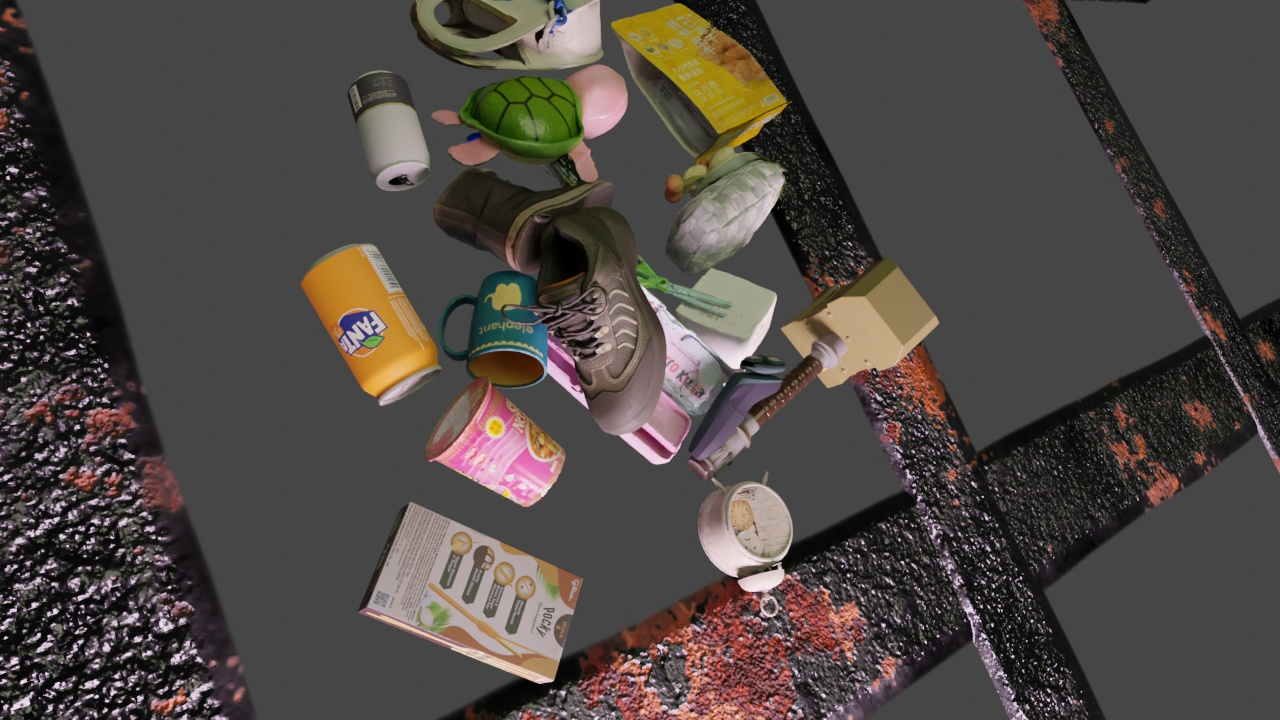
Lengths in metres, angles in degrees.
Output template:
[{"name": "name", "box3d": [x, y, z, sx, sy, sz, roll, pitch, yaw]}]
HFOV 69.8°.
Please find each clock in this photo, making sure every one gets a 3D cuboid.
[{"name": "clock", "box3d": [0.128, 0.204, 1.020, 0.103, 0.061, 0.156, -1, 68, -33]}]

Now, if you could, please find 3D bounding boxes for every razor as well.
[{"name": "razor", "box3d": [0.104, 0.051, 1.008, 0.052, 0.047, 0.143, 36, 91, -19]}]

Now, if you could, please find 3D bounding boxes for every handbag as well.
[{"name": "handbag", "box3d": [0.091, -0.193, 1.150, 0.123, 0.113, 0.171, 45, 52, 4]}, {"name": "handbag", "box3d": [-0.157, -0.395, 1.044, 0.201, 0.093, 0.199, 33, 47, 32]}]

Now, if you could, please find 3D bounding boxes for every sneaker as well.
[{"name": "sneaker", "box3d": [-0.116, -0.164, 1.017, 0.120, 0.095, 0.234, 25, 31, 19]}, {"name": "sneaker", "box3d": [-0.054, -0.042, 0.899, 0.142, 0.101, 0.238, -4, 81, -55]}]

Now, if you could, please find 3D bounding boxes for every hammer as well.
[{"name": "hammer", "box3d": [0.181, 0.028, 1.091, 0.324, 0.191, 0.100, -39, 93, -21]}]

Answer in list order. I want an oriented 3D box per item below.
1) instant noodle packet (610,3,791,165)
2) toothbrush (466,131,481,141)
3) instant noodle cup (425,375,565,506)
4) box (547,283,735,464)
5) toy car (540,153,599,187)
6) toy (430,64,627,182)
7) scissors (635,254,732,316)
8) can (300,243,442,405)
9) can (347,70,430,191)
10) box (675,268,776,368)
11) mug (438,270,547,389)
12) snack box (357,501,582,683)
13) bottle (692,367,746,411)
[{"name": "instant noodle packet", "box3d": [0.075, -0.393, 1.258, 0.162, 0.084, 0.221, -34, 83, -38]}, {"name": "toothbrush", "box3d": [-0.132, -0.285, 1.104, 0.182, 0.018, 0.016, -25, 59, -38]}, {"name": "instant noodle cup", "box3d": [-0.136, 0.084, 0.891, 0.108, 0.098, 0.097, 38, 53, -22]}, {"name": "box", "box3d": [-0.009, 0.006, 1.022, 0.201, 0.073, 0.149, 42, 79, -10]}, {"name": "toy car", "box3d": [-0.097, -0.238, 1.096, 0.105, 0.033, 0.047, 48, 53, -9]}, {"name": "toy", "box3d": [-0.114, -0.271, 1.022, 0.237, 0.088, 0.190, -20, 53, -30]}, {"name": "scissors", "box3d": [0.029, -0.093, 1.075, 0.175, 0.033, 0.078, 21, 47, 6]}, {"name": "can", "box3d": [-0.254, -0.035, 0.872, 0.078, 0.079, 0.142, -29, 86, -38]}, {"name": "can", "box3d": [-0.263, -0.237, 0.968, 0.064, 0.064, 0.127, -10, 74, -35]}, {"name": "box", "box3d": [0.097, -0.044, 1.099, 0.102, 0.076, 0.106, 22, 42, 18]}, {"name": "mug", "box3d": [-0.151, -0.035, 0.947, 0.112, 0.085, 0.104, 0, 61, -2]}, {"name": "snack box", "box3d": [-0.153, 0.217, 0.852, 0.186, 0.032, 0.100, 29, 56, -19]}, {"name": "bottle", "box3d": [0.095, 0.018, 1.094, 0.112, 0.047, 0.047, -38, 92, -38]}]
